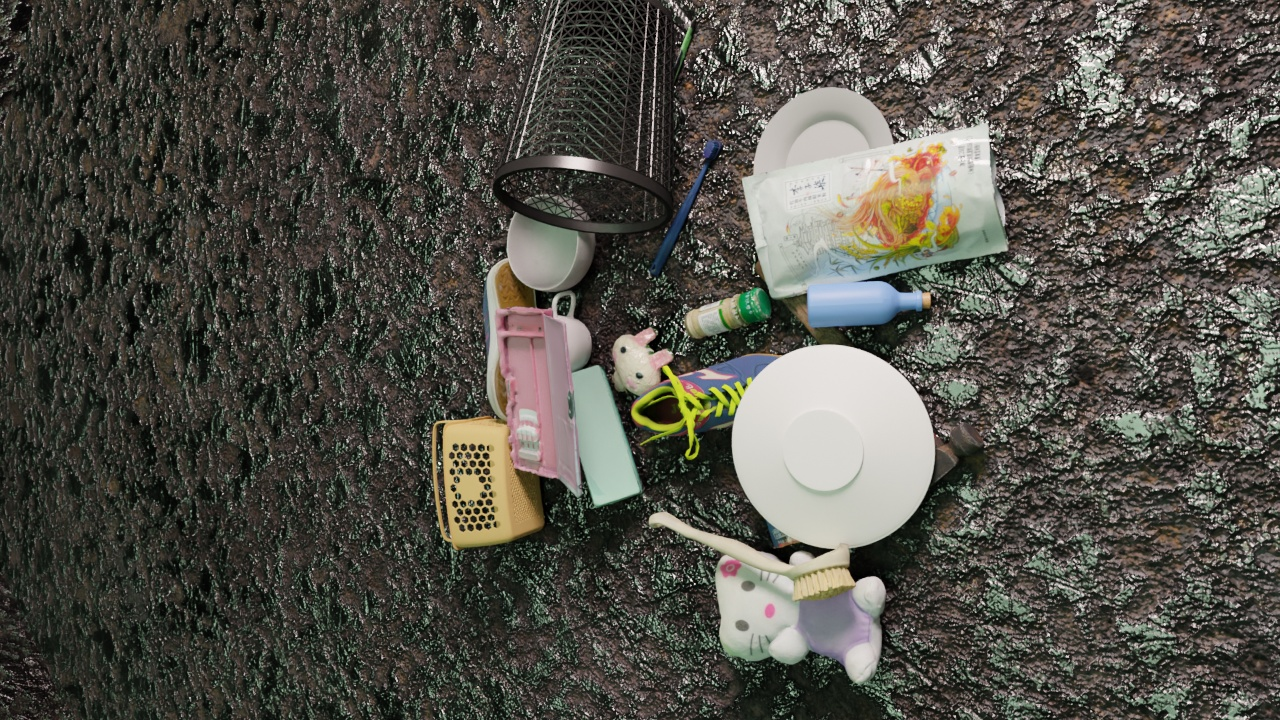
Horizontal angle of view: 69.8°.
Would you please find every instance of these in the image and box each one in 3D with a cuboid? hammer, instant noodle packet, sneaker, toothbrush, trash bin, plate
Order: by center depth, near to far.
[{"bbox_3d":[0.248,-0.158,0.997,0.270,0.057,0.147,-9,99,29],"label":"instant noodle packet"},{"bbox_3d":[0.205,0.098,1.016,0.230,0.030,0.229,1,93,26],"label":"plate"},{"bbox_3d":[0.235,0.006,1.053,0.120,0.033,0.330,-49,65,29],"label":"hammer"},{"bbox_3d":[0.212,-0.225,1.060,0.173,0.019,0.173,3,95,36],"label":"plate"},{"bbox_3d":[0.096,0.054,1.118,0.242,0.091,0.116,-14,83,35],"label":"sneaker"},{"bbox_3d":[-0.053,-0.306,1.122,0.217,0.216,0.243,0,77,36],"label":"trash bin"},{"bbox_3d":[0.055,-0.194,1.177,0.016,0.017,0.190,38,114,28],"label":"toothbrush"},{"bbox_3d":[0.034,-0.347,1.184,0.017,0.014,0.188,35,112,37],"label":"toothbrush"},{"bbox_3d":[-0.190,-0.028,1.339,0.079,0.087,0.235,-1,92,63],"label":"sneaker"}]

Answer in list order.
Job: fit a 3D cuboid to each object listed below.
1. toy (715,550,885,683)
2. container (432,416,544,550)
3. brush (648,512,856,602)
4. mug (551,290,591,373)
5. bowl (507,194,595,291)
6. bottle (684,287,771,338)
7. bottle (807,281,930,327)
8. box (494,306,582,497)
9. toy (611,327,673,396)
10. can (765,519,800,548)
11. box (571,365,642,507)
[{"bbox_3d":[0.184,0.292,1.075,0.210,0.085,0.137,3,81,33],"label":"toy"},{"bbox_3d":[-0.239,0.178,1.347,0.167,0.129,0.183,-4,91,27],"label":"container"},{"bbox_3d":[0.120,0.219,1.063,0.273,0.062,0.077,9,69,37],"label":"brush"},{"bbox_3d":[-0.116,-0.037,1.273,0.090,0.076,0.124,19,104,33],"label":"mug"},{"bbox_3d":[-0.116,-0.162,1.272,0.132,0.064,0.132,3,95,36],"label":"bowl"},{"bbox_3d":[0.106,-0.056,1.134,0.110,0.042,0.042,-17,83,36],"label":"bottle"},{"bbox_3d":[0.252,-0.063,1.013,0.131,0.048,0.048,-2,92,13],"label":"bottle"},{"bbox_3d":[-0.121,0.049,1.209,0.180,0.055,0.233,15,113,50],"label":"box"},{"bbox_3d":[-0.007,0.007,1.219,0.112,0.050,0.087,-37,72,26],"label":"toy"},{"bbox_3d":[0.195,0.182,1.079,0.100,0.053,0.059,-22,81,35],"label":"can"},{"bbox_3d":[-0.056,0.106,1.272,0.077,0.079,0.188,-19,80,-6],"label":"box"}]
